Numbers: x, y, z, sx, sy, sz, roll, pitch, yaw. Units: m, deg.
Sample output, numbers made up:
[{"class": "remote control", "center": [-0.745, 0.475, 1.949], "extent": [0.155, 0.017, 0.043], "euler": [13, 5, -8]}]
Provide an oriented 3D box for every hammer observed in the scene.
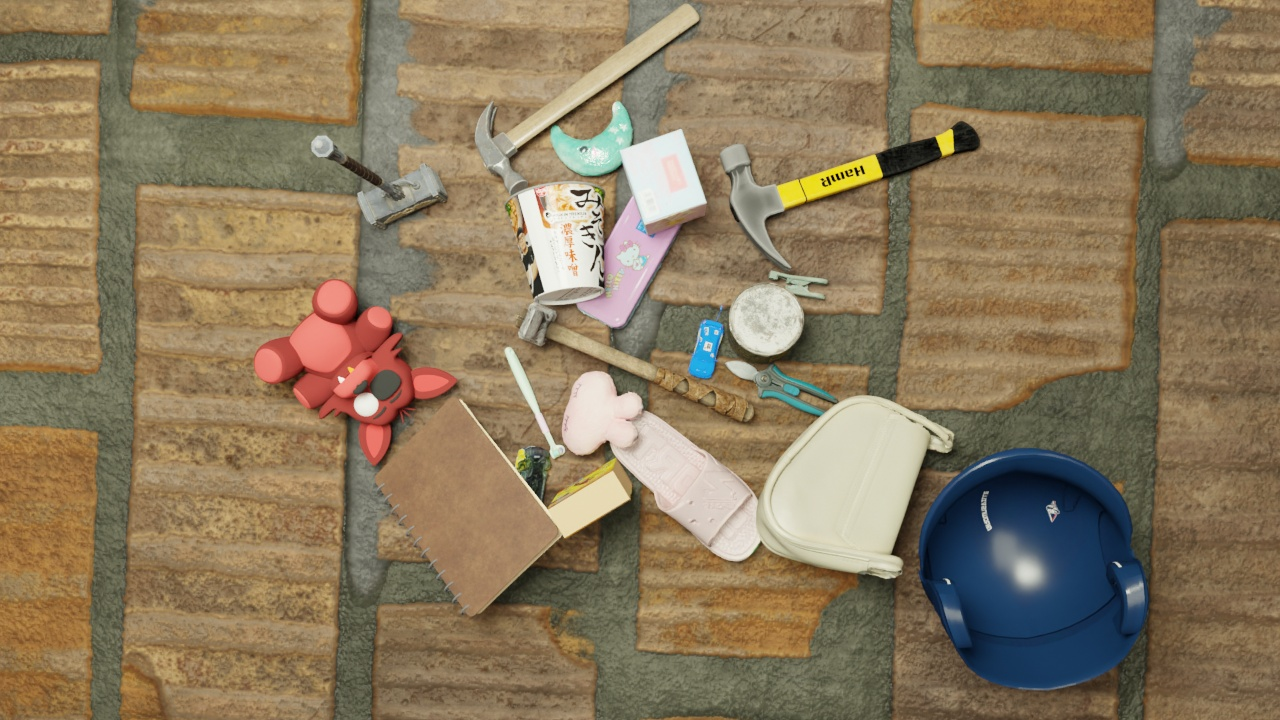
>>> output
[{"class": "hammer", "center": [-0.300, -0.205, 1.021], "extent": [0.098, 0.322, 0.044], "euler": [-24, 90, 1]}, {"class": "hammer", "center": [-0.007, 0.007, 1.137], "extent": [0.318, 0.121, 0.049], "euler": [23, 91, -7]}, {"class": "hammer", "center": [-0.065, -0.346, 1.153], "extent": [0.331, 0.031, 0.119], "euler": [-37, 73, -1]}, {"class": "hammer", "center": [0.271, -0.230, 1.153], "extent": [0.324, 0.034, 0.170], "euler": [-18, 84, -2]}]

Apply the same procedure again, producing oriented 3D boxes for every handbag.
[{"class": "handbag", "center": [0.253, 0.156, 1.117], "extent": [0.184, 0.132, 0.228], "euler": [25, 67, 12]}]

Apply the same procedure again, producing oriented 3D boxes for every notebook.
[{"class": "notebook", "center": [-0.218, 0.180, 1.131], "extent": [0.167, 0.024, 0.225], "euler": [-45, 69, 10]}]

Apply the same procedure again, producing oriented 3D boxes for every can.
[{"class": "can", "center": [0.152, -0.044, 1.135], "extent": [0.090, 0.074, 0.089], "euler": [0, 81, 3]}]

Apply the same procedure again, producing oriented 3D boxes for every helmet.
[{"class": "helmet", "center": [0.436, 0.210, 1.058], "extent": [0.232, 0.222, 0.272], "euler": [-9, 121, 11]}]

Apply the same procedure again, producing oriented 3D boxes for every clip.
[{"class": "clip", "center": [0.199, -0.095, 1.164], "extent": [0.076, 0.023, 0.044], "euler": [9, 92, 3]}]

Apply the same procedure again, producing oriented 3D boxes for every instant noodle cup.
[{"class": "instant noodle cup", "center": [-0.095, -0.137, 1.109], "extent": [0.123, 0.123, 0.121], "euler": [-9, 82, 1]}]

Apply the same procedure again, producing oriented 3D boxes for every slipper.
[{"class": "slipper", "center": [0.061, 0.154, 1.149], "extent": [0.239, 0.064, 0.094], "euler": [42, 91, 2]}]

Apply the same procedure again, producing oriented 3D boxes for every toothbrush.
[{"class": "toothbrush", "center": [-0.138, 0.053, 1.175], "extent": [0.022, 0.015, 0.155], "euler": [-26, 91, -37]}]

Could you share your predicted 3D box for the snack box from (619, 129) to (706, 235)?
[{"class": "snack box", "center": [0.028, -0.210, 1.095], "extent": [0.079, 0.095, 0.093], "euler": [-19, 88, 2]}]

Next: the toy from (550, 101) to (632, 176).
[{"class": "toy", "center": [-0.059, -0.276, 1.163], "extent": [0.105, 0.033, 0.085], "euler": [-18, 80, 2]}]

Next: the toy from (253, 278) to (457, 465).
[{"class": "toy", "center": [-0.352, 0.013, 1.134], "extent": [0.197, 0.120, 0.158], "euler": [44, 89, -8]}]

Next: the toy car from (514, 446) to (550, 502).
[{"class": "toy car", "center": [-0.145, 0.160, 1.163], "extent": [0.033, 0.048, 0.105], "euler": [8, 89, 33]}]

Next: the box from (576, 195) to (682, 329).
[{"class": "box", "center": [-0.004, -0.144, 1.162], "extent": [0.076, 0.033, 0.214], "euler": [29, 91, 2]}]

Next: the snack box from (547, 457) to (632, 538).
[{"class": "snack box", "center": [-0.059, 0.165, 1.120], "extent": [0.088, 0.126, 0.040], "euler": [-31, 90, 1]}]

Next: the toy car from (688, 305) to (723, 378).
[{"class": "toy car", "center": [0.086, -0.023, 1.147], "extent": [0.033, 0.062, 0.092], "euler": [15, 91, 1]}]

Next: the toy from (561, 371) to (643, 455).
[{"class": "toy", "center": [-0.047, 0.069, 1.144], "extent": [0.105, 0.053, 0.108], "euler": [9, 81, 24]}]

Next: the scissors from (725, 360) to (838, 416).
[{"class": "scissors", "center": [0.177, 0.040, 1.166], "extent": [0.136, 0.019, 0.138], "euler": [-16, 83, -4]}]
